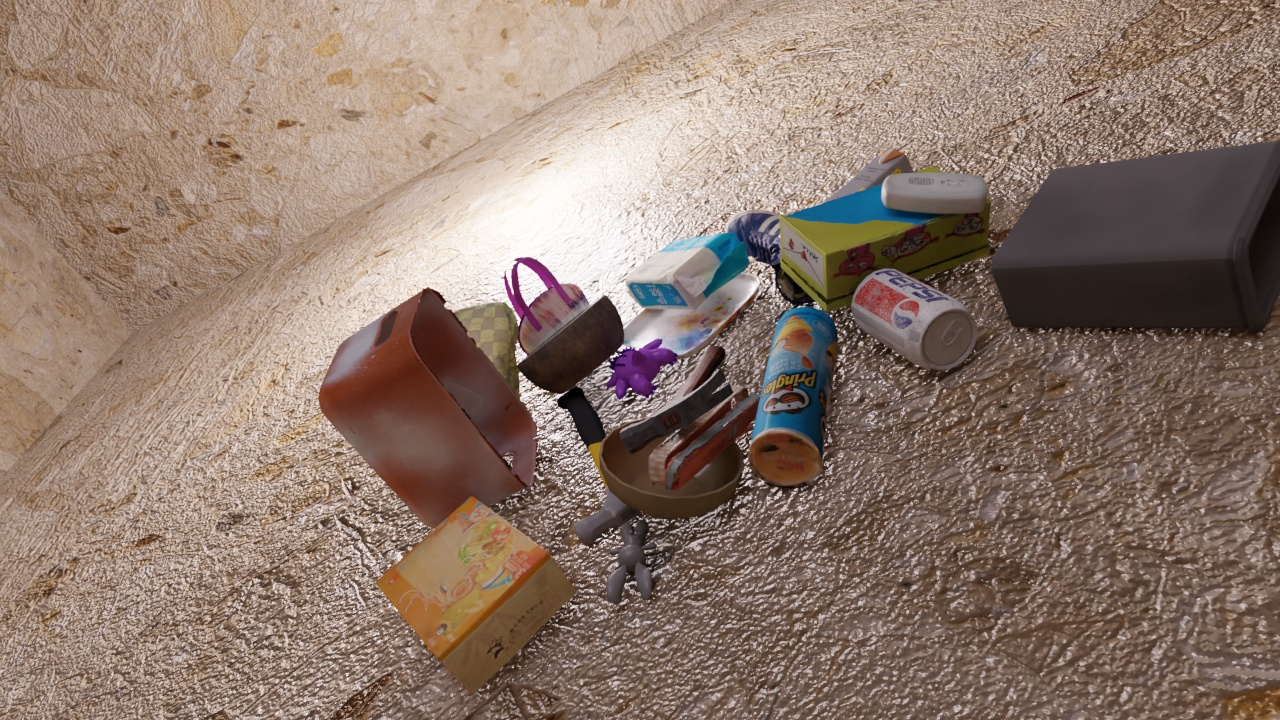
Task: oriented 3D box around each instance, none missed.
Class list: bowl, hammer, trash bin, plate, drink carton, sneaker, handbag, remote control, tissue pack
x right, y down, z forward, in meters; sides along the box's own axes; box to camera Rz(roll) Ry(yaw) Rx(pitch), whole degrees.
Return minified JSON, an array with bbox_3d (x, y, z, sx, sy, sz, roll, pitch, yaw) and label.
[{"bbox_3d":[0.031,0.120,0.967,0.152,0.050,0.152,3,28,-2],"label":"bowl"},{"bbox_3d":[0.063,0.026,1.038,0.111,0.028,0.300,-29,5,17],"label":"hammer"},{"bbox_3d":[0.489,-0.117,0.887,0.220,0.097,0.191,3,43,49],"label":"trash bin"},{"bbox_3d":[0.070,-0.065,1.306,0.186,0.016,0.187,-43,30,-21],"label":"plate"},{"bbox_3d":[0.318,-0.224,1.260,0.124,0.076,0.048,-40,29,-8],"label":"drink carton"},{"bbox_3d":[-0.052,0.106,1.140,0.127,0.029,0.323,-32,27,-2],"label":"hammer"},{"bbox_3d":[0.185,-0.132,1.233,0.233,0.091,0.118,11,51,41],"label":"sneaker"},{"bbox_3d":[-0.146,-0.080,1.381,0.068,0.170,0.144,6,45,49],"label":"handbag"},{"bbox_3d":[-0.089,-0.016,1.286,0.162,0.070,0.162,-38,6,4],"label":"bowl"},{"bbox_3d":[-0.224,0.012,1.341,0.113,0.117,0.186,-1,76,4],"label":"handbag"},{"bbox_3d":[0.332,-0.190,1.040,0.114,0.028,0.060,3,39,12],"label":"remote control"},{"bbox_3d":[-0.267,0.065,1.170,0.157,0.260,0.181,-28,28,10],"label":"trash bin"},{"bbox_3d":[0.060,-0.126,1.311,0.116,0.066,0.210,-40,20,-18],"label":"tissue pack"}]

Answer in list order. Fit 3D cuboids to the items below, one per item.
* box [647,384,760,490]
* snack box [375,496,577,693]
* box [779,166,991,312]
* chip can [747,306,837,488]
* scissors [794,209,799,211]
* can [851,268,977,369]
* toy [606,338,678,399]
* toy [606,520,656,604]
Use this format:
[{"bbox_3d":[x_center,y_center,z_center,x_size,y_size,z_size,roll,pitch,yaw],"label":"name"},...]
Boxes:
[{"bbox_3d":[0.065,0.075,0.954,0.060,0.058,0.186,-43,-6,41],"label":"box"},{"bbox_3d":[-0.173,0.244,0.974,0.145,0.080,0.195,-42,29,-19],"label":"snack box"},{"bbox_3d":[0.288,-0.148,1.086,0.220,0.082,0.124,-19,37,-14],"label":"box"},{"bbox_3d":[0.167,0.034,0.980,0.080,0.080,0.228,-16,30,27],"label":"chip can"},{"bbox_3d":[0.230,-0.194,1.363,0.126,0.011,0.129,-12,33,31],"label":"scissors"},{"bbox_3d":[0.291,-0.045,0.985,0.078,0.078,0.136,-33,28,-3],"label":"can"},{"bbox_3d":[-0.007,0.007,1.221,0.105,0.056,0.088,-54,21,-21],"label":"toy"},{"bbox_3d":[-0.008,0.201,0.934,0.049,0.030,0.111,-10,26,8],"label":"toy"}]
